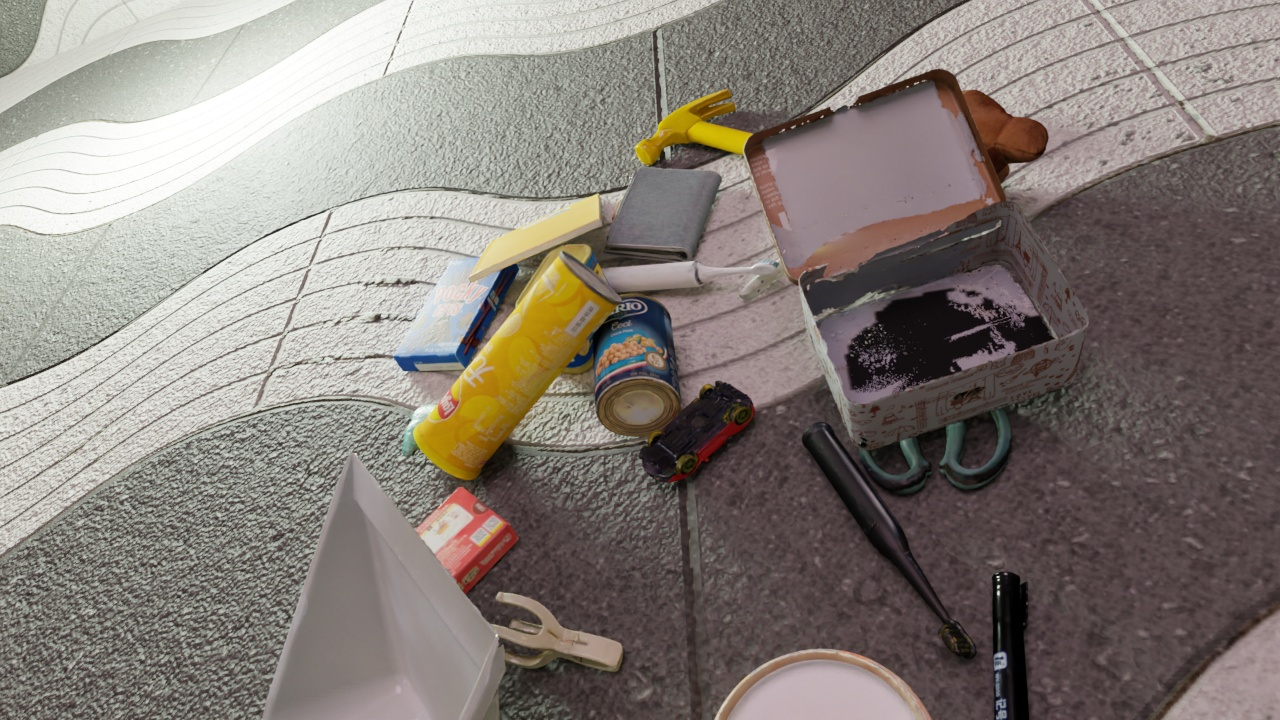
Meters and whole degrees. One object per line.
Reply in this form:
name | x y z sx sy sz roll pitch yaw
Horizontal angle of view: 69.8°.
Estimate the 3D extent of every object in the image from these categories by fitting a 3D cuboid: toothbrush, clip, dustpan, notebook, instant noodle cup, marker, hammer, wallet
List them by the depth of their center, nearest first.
instant noodle cup | 0.107 0.235 0.495 0.151 0.111 0.151 -15 43 14
marker | 0.224 0.189 0.552 0.022 0.020 0.131 16 50 2
dustpan | -0.191 0.237 0.590 0.142 0.258 0.223 -21 36 -30
toothbrush | 0.170 0.120 0.644 0.026 0.027 0.212 -56 35 24
clip | -0.070 0.197 0.663 0.101 0.096 0.034 -8 43 36
toothbrush | 0.165 -0.118 0.897 0.187 0.016 0.017 -39 35 -13
toothbrush | 0.032 -0.085 0.913 0.221 0.027 0.026 -2 33 31
wallet | 0.022 -0.158 0.996 0.107 0.037 0.129 7 52 19
notebook | -0.109 -0.139 0.999 0.146 0.010 0.206 -23 17 4
hammer | 0.130 -0.240 1.025 0.128 0.033 0.301 -44 44 -17

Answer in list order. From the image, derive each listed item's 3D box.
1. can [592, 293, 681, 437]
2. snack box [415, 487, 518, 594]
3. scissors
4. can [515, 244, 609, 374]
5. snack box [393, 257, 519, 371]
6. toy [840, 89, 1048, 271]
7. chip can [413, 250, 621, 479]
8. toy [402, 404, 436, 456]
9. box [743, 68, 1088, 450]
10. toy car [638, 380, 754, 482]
can | -0.005 0.005 0.814 0.075 0.075 0.111 -17 43 11
snack box | -0.180 0.180 0.765 0.152 0.025 0.075 -45 43 -20
scissors | 0.242 0.029 0.704 0.129 0.019 0.184 7 53 32
can | -0.069 -0.052 0.898 0.057 0.083 0.101 4 49 30
snack box | -0.201 -0.054 1.012 0.085 0.026 0.156 -2 47 27
toy | 0.252 -0.141 0.813 0.199 0.140 0.130 -34 83 -6
chip can | -0.110 0.006 0.812 0.213 0.072 0.072 -49 41 10
toy | -0.183 0.053 0.895 0.092 0.030 0.096 -12 36 9
box | 0.202 -0.085 0.707 0.179 0.103 0.260 -19 57 5
toy car | 0.046 0.062 0.763 0.106 0.031 0.049 -40 42 -16
